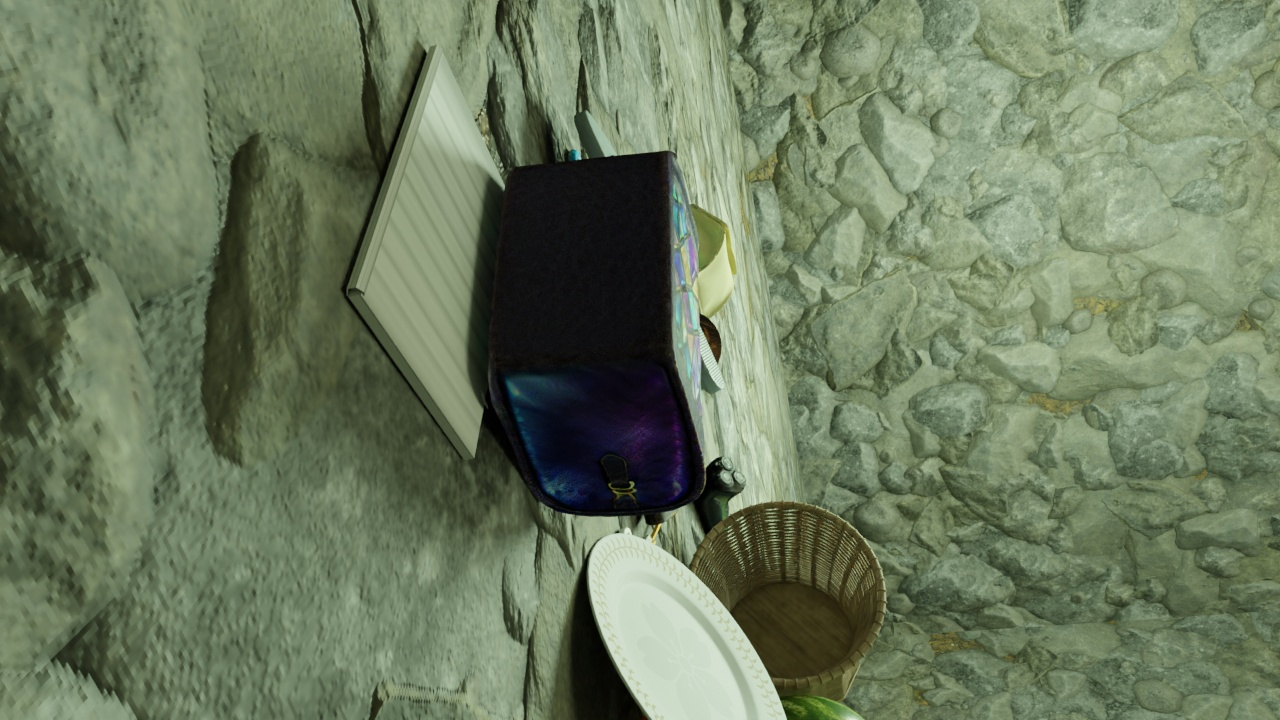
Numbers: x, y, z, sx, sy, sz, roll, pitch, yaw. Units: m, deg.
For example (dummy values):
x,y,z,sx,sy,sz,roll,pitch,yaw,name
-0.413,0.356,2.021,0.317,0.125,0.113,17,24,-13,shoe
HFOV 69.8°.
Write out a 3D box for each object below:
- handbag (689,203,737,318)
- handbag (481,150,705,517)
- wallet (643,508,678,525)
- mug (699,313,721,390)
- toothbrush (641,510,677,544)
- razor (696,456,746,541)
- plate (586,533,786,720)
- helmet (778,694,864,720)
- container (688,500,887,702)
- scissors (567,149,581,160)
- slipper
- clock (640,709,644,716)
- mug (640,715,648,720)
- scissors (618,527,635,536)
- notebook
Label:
x,y,z,sx,sy,sz,roll,pitch,yaw,name
0.044,-0.114,0.999,0.081,0.111,0.119,-49,157,-13,handbag
-0.019,-0.012,0.650,0.222,0.125,0.204,73,14,-58,handbag
0.025,0.103,0.942,0.119,0.031,0.099,-27,108,-61,wallet
0.042,0.011,1.014,0.107,0.080,0.115,70,43,-79,mug
0.028,0.157,0.978,0.031,0.031,0.196,64,21,-11,toothbrush
0.109,0.193,1.224,0.053,0.067,0.152,-77,164,-48,razor
0.039,0.246,0.752,0.242,0.016,0.242,43,16,-16,plate
0.173,0.480,0.965,0.244,0.212,0.247,-33,-110,62,helmet
0.178,0.318,1.124,0.196,0.227,0.226,76,13,-52,container
-0.056,-0.134,0.829,0.134,0.011,0.137,59,25,-53,scissors
-0.003,-0.088,0.810,0.269,0.055,0.098,63,14,-1,slipper
0.031,0.284,0.843,0.083,0.057,0.119,-12,95,-76,clock
0.036,0.342,0.751,0.112,0.078,0.096,-38,90,-32,mug
-0.010,0.209,0.810,0.064,0.013,0.127,65,20,-50,scissors
-0.113,-0.068,0.546,0.143,0.009,0.209,68,19,-47,notebook
